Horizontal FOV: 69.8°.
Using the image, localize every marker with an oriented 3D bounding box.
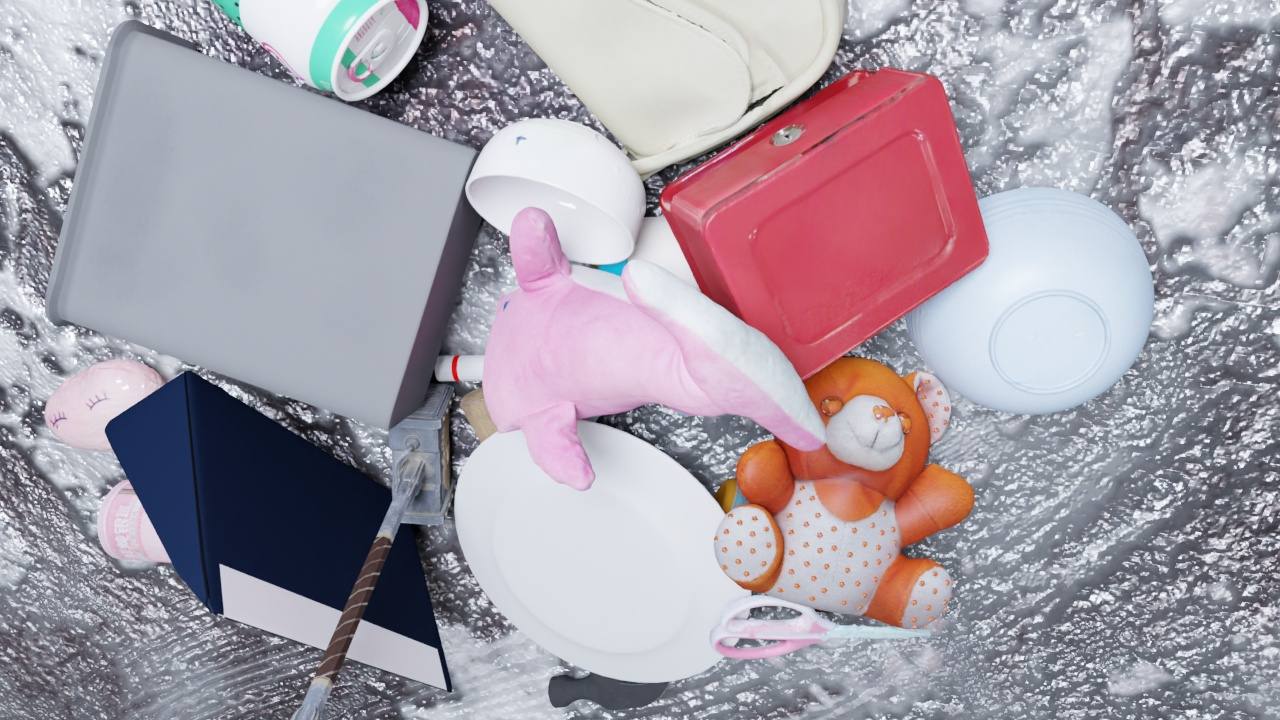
[{"bbox_3d":[-0.092,0.005,0.673,0.146,0.019,0.019,-1,116,10],"label":"marker"}]

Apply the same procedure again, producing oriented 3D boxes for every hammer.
[{"bbox_3d":[-0.062,0.156,0.735,0.132,0.040,0.305,-14,112,19],"label":"hammer"},{"bbox_3d":[-0.168,0.130,0.576,0.044,0.321,0.099,4,117,-1],"label":"hammer"}]

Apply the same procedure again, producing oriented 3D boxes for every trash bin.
[{"bbox_3d":[-0.229,-0.081,0.587,0.220,0.097,0.192,19,98,-1],"label":"trash bin"}]

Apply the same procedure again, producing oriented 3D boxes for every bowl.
[{"bbox_3d":[0.245,-0.025,0.569,0.150,0.074,0.151,4,117,7],"label":"bowl"},{"bbox_3d":[-0.046,-0.104,0.545,0.105,0.105,0.054,17,75,1],"label":"bowl"}]

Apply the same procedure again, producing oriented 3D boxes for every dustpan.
[{"bbox_3d":[-0.259,0.104,0.646,0.080,0.273,0.236,-30,144,6],"label":"dustpan"}]

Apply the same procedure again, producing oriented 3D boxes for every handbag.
[{"bbox_3d":[-0.013,-0.205,0.502,0.229,0.131,0.185,44,122,-11],"label":"handbag"}]

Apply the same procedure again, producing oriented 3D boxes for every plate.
[{"bbox_3d":[-0.037,0.152,0.684,0.243,0.016,0.243,11,121,19],"label":"plate"}]

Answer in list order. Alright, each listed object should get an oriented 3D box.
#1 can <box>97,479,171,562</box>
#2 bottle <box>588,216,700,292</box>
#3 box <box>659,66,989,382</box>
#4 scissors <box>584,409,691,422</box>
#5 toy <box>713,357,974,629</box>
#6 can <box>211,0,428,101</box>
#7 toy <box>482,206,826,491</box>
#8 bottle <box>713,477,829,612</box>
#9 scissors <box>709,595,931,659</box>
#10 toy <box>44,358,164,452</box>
[{"bbox_3d":[-0.396,0.133,0.762,0.076,0.067,0.067,2,116,8],"label":"can"},{"bbox_3d":[0.019,-0.068,0.599,0.146,0.051,0.051,4,116,8],"label":"bottle"},{"bbox_3d":[0.105,-0.078,0.530,0.158,0.087,0.129,-33,121,-6],"label":"box"},{"bbox_3d":[-0.004,0.002,0.650,0.136,0.015,0.126,-6,110,-6],"label":"scissors"},{"bbox_3d":[0.137,0.079,0.605,0.164,0.093,0.172,14,82,-3],"label":"toy"},{"bbox_3d":[-0.208,-0.231,0.522,0.166,0.088,0.088,41,116,2],"label":"can"},{"bbox_3d":[-0.024,0.010,0.535,0.186,0.266,0.127,41,73,-31],"label":"toy"},{"bbox_3d":[0.124,0.147,0.678,0.157,0.067,0.068,23,117,-2],"label":"bottle"},{"bbox_3d":[0.136,0.194,0.662,0.174,0.017,0.077,6,130,-13],"label":"scissors"},{"bbox_3d":[-0.412,0.048,0.735,0.108,0.053,0.105,-29,123,20],"label":"toy"}]
